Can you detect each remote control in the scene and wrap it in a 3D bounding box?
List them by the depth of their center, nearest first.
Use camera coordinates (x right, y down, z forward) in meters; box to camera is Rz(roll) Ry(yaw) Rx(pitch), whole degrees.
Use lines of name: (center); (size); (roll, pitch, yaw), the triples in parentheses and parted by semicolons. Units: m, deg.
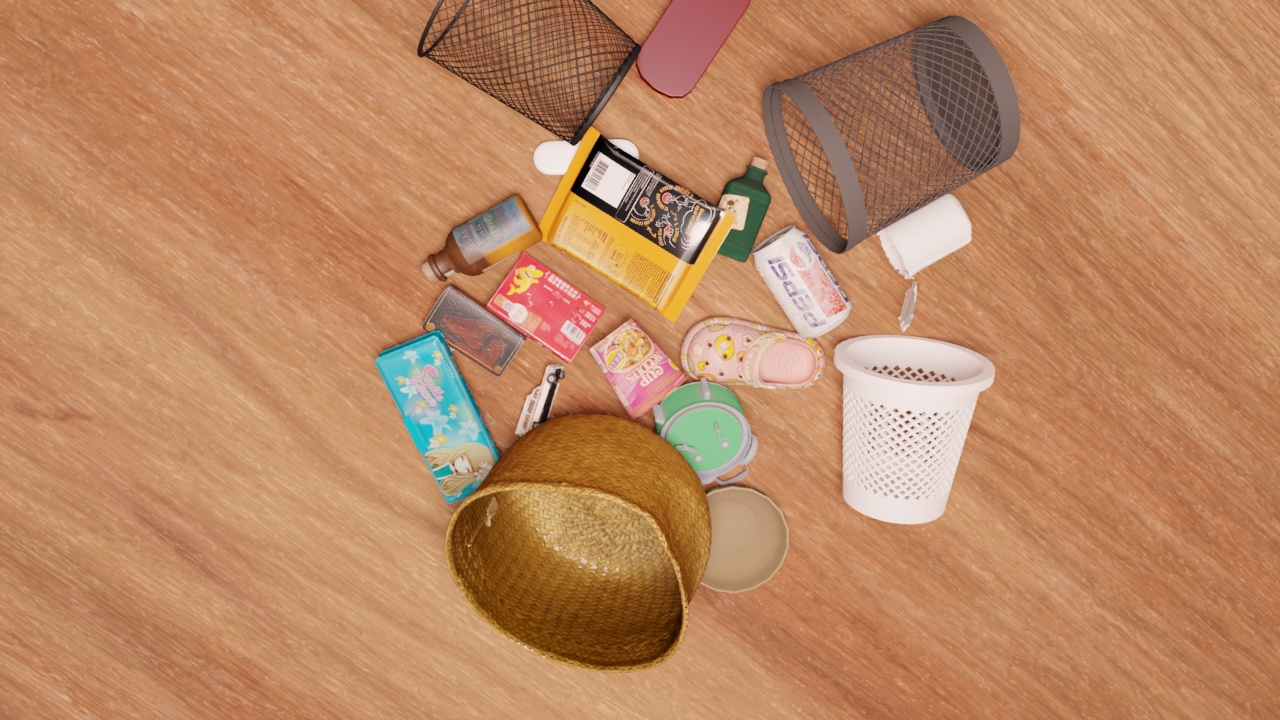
remote control: (-0.070, -0.264, 1.191); (0.136, 0.013, 0.043); (-2, 100, -1)

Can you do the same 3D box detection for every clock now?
clock: (0.092, 0.108, 1.224); (0.122, 0.075, 0.161); (-29, 120, 11)

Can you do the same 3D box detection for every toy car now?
toy car: (-0.137, 0.056, 1.237); (0.039, 0.039, 0.113); (20, 99, 16)

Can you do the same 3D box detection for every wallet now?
wallet: (-0.218, -0.039, 1.210); (0.123, 0.019, 0.072); (34, 107, -7)

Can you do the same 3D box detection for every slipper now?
slipper: (0.153, -0.004, 1.211); (0.197, 0.081, 0.093); (6, 99, -5)

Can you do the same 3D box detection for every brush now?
brush: (0.065, -0.414, 1.153); (0.082, 0.042, 0.173); (34, 98, -7)

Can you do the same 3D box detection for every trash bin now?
trash bin: (-0.125, -0.376, 1.092); (0.210, 0.184, 0.184); (34, 97, -13)
trash bin: (0.298, -0.276, 1.103); (0.227, 0.217, 0.218); (-26, 100, -1)
trash bin: (0.341, 0.091, 1.191); (0.195, 0.195, 0.200); (1, 110, -2)

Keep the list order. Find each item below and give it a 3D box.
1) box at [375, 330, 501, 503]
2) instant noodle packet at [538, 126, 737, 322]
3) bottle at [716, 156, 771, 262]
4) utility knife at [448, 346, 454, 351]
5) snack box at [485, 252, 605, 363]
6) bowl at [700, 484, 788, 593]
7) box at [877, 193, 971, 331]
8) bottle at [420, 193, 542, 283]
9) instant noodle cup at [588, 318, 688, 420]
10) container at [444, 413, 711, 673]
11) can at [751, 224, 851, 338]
box: (-0.262, 0.077, 1.223); (0.094, 0.041, 0.227); (-21, 108, 6)
instant noodle packet: (-0.011, -0.172, 1.175); (0.221, 0.032, 0.160); (32, 110, 5)
bottle: (0.131, -0.197, 1.184); (0.061, 0.061, 0.131); (21, 99, -3)
utility knife: (-0.221, -0.042, 1.228); (0.126, 0.015, 0.022); (-36, 100, 8)
snack box: (-0.124, -0.068, 1.205); (0.133, 0.021, 0.089); (35, 75, -7)
bowl: (0.125, 0.240, 1.269); (0.152, 0.050, 0.152); (0, 100, -2)
box: (0.369, -0.126, 1.187); (0.140, 0.083, 0.141); (-27, 88, 4)
bottle: (-0.208, -0.148, 1.180); (0.157, 0.067, 0.068); (-29, 100, 3)
instant noodle cup: (-0.007, 0.007, 1.206); (0.098, 0.097, 0.108); (-37, 92, 5)
container: (-0.067, 0.218, 1.154); (0.307, 0.196, 0.307); (7, 120, 12)
can: (0.209, -0.102, 1.195); (0.078, 0.078, 0.136); (-34, 99, 4)
